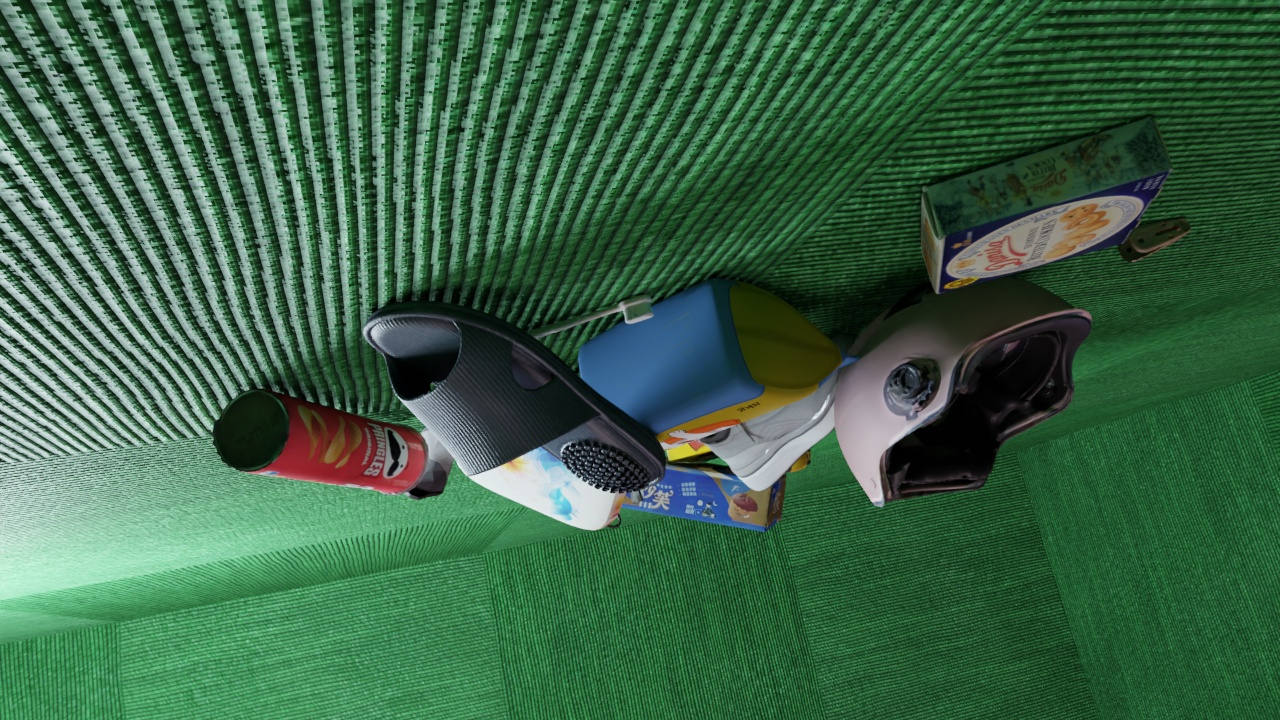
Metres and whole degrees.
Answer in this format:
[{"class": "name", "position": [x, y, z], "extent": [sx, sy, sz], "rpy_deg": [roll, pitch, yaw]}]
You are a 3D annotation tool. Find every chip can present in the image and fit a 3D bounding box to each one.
[{"class": "chip can", "position": [-0.276, 0.077, 0.823], "extent": [0.073, 0.073, 0.233], "rpy_deg": [-15, 165, 11]}]

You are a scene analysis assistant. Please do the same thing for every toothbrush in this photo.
[{"class": "toothbrush", "position": [-0.076, -0.020, 0.724], "extent": [0.181, 0.018, 0.015], "rpy_deg": [-15, 165, 15]}]

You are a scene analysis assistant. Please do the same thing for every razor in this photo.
[{"class": "razor", "position": [-0.232, 0.108, 1.024], "extent": [0.057, 0.060, 0.157], "rpy_deg": [32, 137, -4]}]

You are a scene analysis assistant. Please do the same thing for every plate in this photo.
[{"class": "plate", "position": [-0.105, 0.105, 0.906], "extent": [0.187, 0.016, 0.187], "rpy_deg": [23, 146, 5]}]

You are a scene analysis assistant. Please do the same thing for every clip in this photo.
[{"class": "clip", "position": [0.453, -0.110, 0.807], "extent": [0.060, 0.024, 0.039], "rpy_deg": [-27, 165, 16]}]

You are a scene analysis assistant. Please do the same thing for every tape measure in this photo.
[{"class": "tape measure", "position": [0.189, 0.130, 1.236], "extent": [0.066, 0.037, 0.064], "rpy_deg": [-5, 180, 40]}]

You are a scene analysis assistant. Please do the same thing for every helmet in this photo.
[{"class": "helmet", "position": [0.289, 0.015, 0.862], "extent": [0.229, 0.152, 0.256], "rpy_deg": [-5, 138, -32]}]

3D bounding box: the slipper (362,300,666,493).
[{"class": "slipper", "position": [-0.083, 0.050, 0.661], "extent": [0.101, 0.082, 0.263], "rpy_deg": [-26, 132, 38]}]

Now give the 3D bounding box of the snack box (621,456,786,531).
[{"class": "snack box", "position": [0.089, 0.179, 1.263], "extent": [0.203, 0.069, 0.155], "rpy_deg": [7, 177, 17]}]

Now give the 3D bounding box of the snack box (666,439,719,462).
[{"class": "snack box", "position": [0.152, 0.078, 1.207], "extent": [0.231, 0.061, 0.110], "rpy_deg": [-19, 165, 28]}]

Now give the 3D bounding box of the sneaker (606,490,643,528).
[{"class": "sneaker", "position": [-0.079, 0.122, 1.011], "extent": [0.101, 0.142, 0.237], "rpy_deg": [-22, 160, 36]}]

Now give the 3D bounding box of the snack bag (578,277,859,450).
[{"class": "snack bag", "position": [0.073, 0.014, 0.787], "extent": [0.159, 0.102, 0.205], "rpy_deg": [-25, 158, 36]}]

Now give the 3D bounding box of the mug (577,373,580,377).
[{"class": "mug", "position": [-0.073, 0.047, 0.896], "extent": [0.114, 0.080, 0.088], "rpy_deg": [36, 147, -29]}]

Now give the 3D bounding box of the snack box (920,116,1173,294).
[{"class": "snack box", "position": [0.274, -0.101, 0.644], "extent": [0.145, 0.042, 0.144], "rpy_deg": [-16, 165, 14]}]

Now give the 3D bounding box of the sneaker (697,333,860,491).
[{"class": "sneaker", "position": [0.147, 0.041, 1.028], "extent": [0.128, 0.096, 0.264], "rpy_deg": [28, 136, -9]}]
